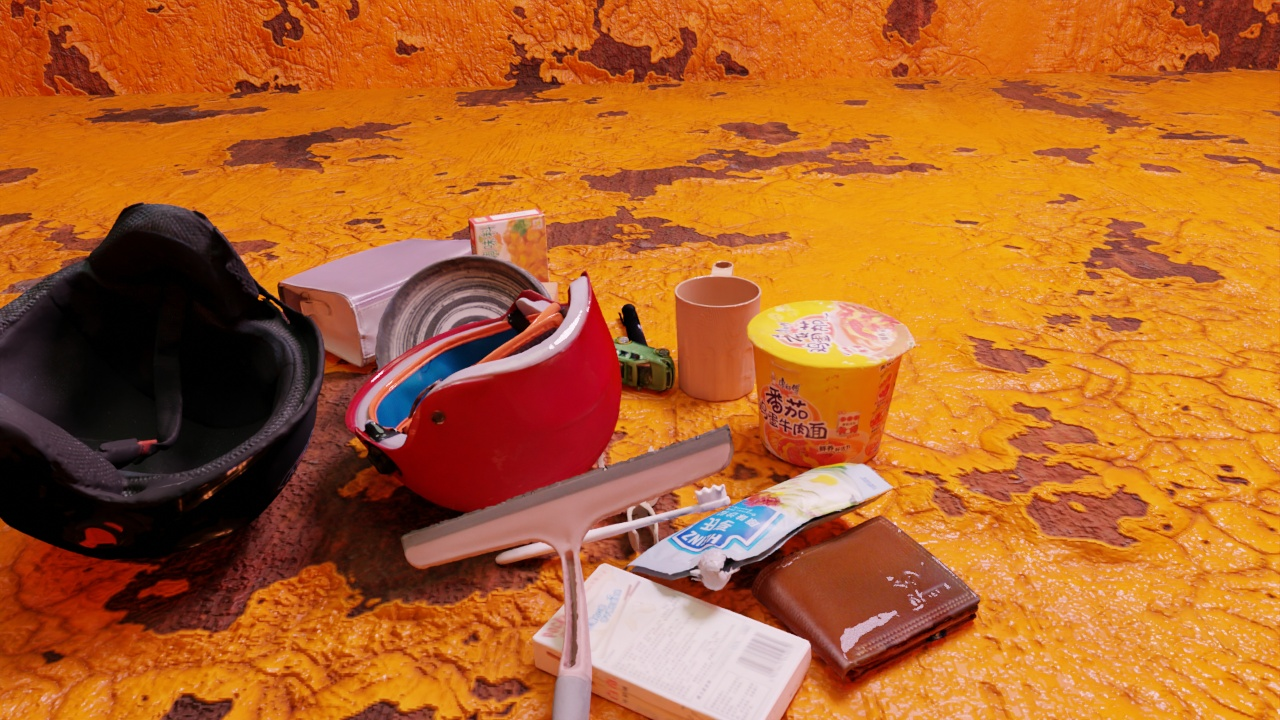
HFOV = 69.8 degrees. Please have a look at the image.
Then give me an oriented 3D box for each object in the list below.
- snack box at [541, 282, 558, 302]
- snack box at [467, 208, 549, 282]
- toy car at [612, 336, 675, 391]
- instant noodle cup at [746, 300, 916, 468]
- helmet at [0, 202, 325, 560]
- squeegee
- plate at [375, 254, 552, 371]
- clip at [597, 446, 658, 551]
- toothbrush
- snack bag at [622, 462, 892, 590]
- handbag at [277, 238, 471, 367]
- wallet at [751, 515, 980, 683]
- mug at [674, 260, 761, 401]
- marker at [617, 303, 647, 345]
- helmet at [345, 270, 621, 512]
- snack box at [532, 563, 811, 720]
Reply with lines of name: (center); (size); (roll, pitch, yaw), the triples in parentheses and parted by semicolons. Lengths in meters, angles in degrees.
snack box: (-0.131, -0.023, 0.938); (0.093, 0.094, 0.077); (-1, 26, 2)
snack box: (-0.137, -0.080, 0.985); (0.077, 0.156, 0.027); (-12, 28, -21)
toy car: (-0.006, 0.005, 0.932); (0.091, 0.043, 0.036); (14, 27, 32)
instant noodle cup: (0.162, 0.023, 0.809); (0.138, 0.110, 0.137); (-2, 26, 1)
helmet: (-0.365, 0.036, 0.686); (0.275, 0.231, 0.232); (15, 48, 6)
squeegee: (-0.043, 0.180, 0.537); (0.248, 0.040, 0.249); (-20, 43, 15)
plate: (-0.159, -0.012, 0.868); (0.179, 0.179, 0.024); (0, -9, 4)
clip: (0.006, 0.106, 0.736); (0.092, 0.035, 0.103); (-19, 35, -28)
toothbrush: (-0.022, 0.123, 0.681); (0.180, 0.016, 0.016); (-16, 1, 2)
snack bag: (0.086, 0.121, 0.670); (0.190, 0.039, 0.110); (-18, 11, -33)
handbag: (-0.289, -0.076, 1.054); (0.145, 0.099, 0.196); (19, 34, 33)
wallet: (0.152, 0.159, 0.622); (0.124, 0.032, 0.101); (-16, 32, -26)
mug: (0.079, -0.031, 0.932); (0.084, 0.104, 0.124); (2, 26, 8)
marker: (-0.008, -0.033, 1.036); (0.022, 0.020, 0.132); (-20, 26, 1)
helmet: (-0.117, 0.044, 0.750); (0.241, 0.144, 0.206); (-12, 25, 45)
snack box: (0.019, 0.185, 0.579); (0.157, 0.027, 0.084); (13, 31, 28)
